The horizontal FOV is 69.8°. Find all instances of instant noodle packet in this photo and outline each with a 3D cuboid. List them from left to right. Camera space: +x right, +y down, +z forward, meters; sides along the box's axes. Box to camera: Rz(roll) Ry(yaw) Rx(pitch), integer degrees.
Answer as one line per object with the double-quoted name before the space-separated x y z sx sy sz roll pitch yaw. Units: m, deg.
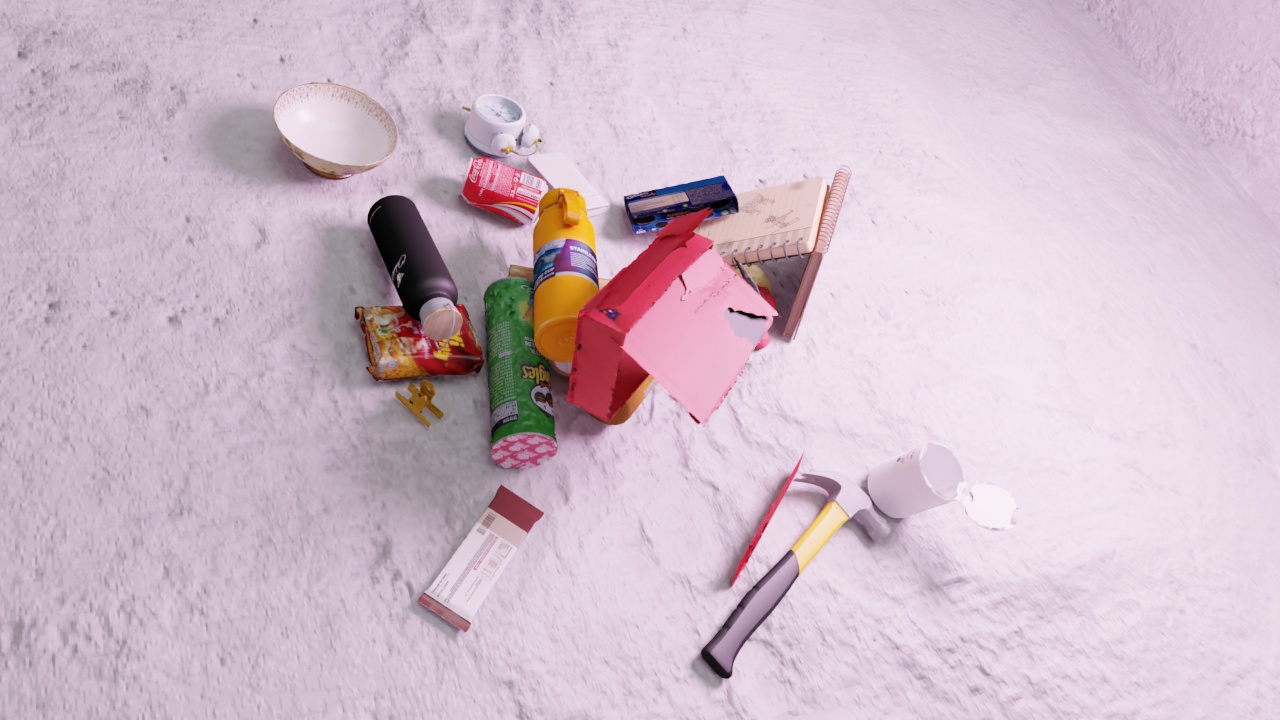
"instant noodle packet" -0.247 -0.023 1.025 0.135 0.040 0.098 -3 50 -29

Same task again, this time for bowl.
"bowl" -0.377 -0.270 1.130 0.145 0.063 0.145 14 49 -17

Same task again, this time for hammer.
"hammer" -0.003 -0.083 1.167 0.330 0.132 0.033 8 22 -12
"hammer" 0.171 0.236 1.045 0.127 0.029 0.322 50 50 4

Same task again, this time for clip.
"clip" -0.235 0.043 0.975 0.054 0.050 0.044 43 81 7

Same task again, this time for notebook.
"notebook" 0.137 -0.180 1.254 0.024 0.226 0.167 62 34 -35
"notebook" 0.251 -0.155 1.302 0.022 0.169 0.209 19 46 7

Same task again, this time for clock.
"clock" -0.190 -0.317 1.269 0.117 0.057 0.083 42 46 16

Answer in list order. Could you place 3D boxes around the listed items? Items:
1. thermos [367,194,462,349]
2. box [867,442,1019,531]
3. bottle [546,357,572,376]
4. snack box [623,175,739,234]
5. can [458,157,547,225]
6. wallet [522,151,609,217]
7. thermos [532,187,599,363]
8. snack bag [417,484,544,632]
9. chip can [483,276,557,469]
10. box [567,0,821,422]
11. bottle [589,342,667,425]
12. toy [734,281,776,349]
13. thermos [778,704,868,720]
"thermos" -0.248 -0.098 1.027 0.061 0.061 0.231 -5 43 -31
"box" 0.376 0.168 1.147 0.143 0.138 0.083 47 53 -3
"bottle" -0.071 -0.029 1.105 0.063 0.063 0.108 30 42 -4
"snack box" 0.056 -0.219 1.286 0.150 0.027 0.082 -11 34 -2
"can" -0.179 -0.222 1.197 0.104 0.064 0.064 19 49 -14
"wallet" -0.105 -0.241 1.279 0.116 0.032 0.086 48 37 16
"thermos" -0.082 -0.112 1.068 0.076 0.092 0.232 30 38 -34
"snack bag" -0.156 0.195 0.918 0.057 0.013 0.157 32 46 1
"chip can" -0.138 0.009 1.033 0.075 0.076 0.222 8 51 -23
"box" 0.091 -0.135 0.861 0.141 0.513 0.214 39 46 3
"bottle" -0.007 0.006 1.107 0.068 0.068 0.156 37 47 3
"toy" 0.149 -0.077 1.270 0.091 0.045 0.135 12 61 -22
"thermos" 0.124 0.381 0.893 0.223 0.052 0.052 0 55 -28
